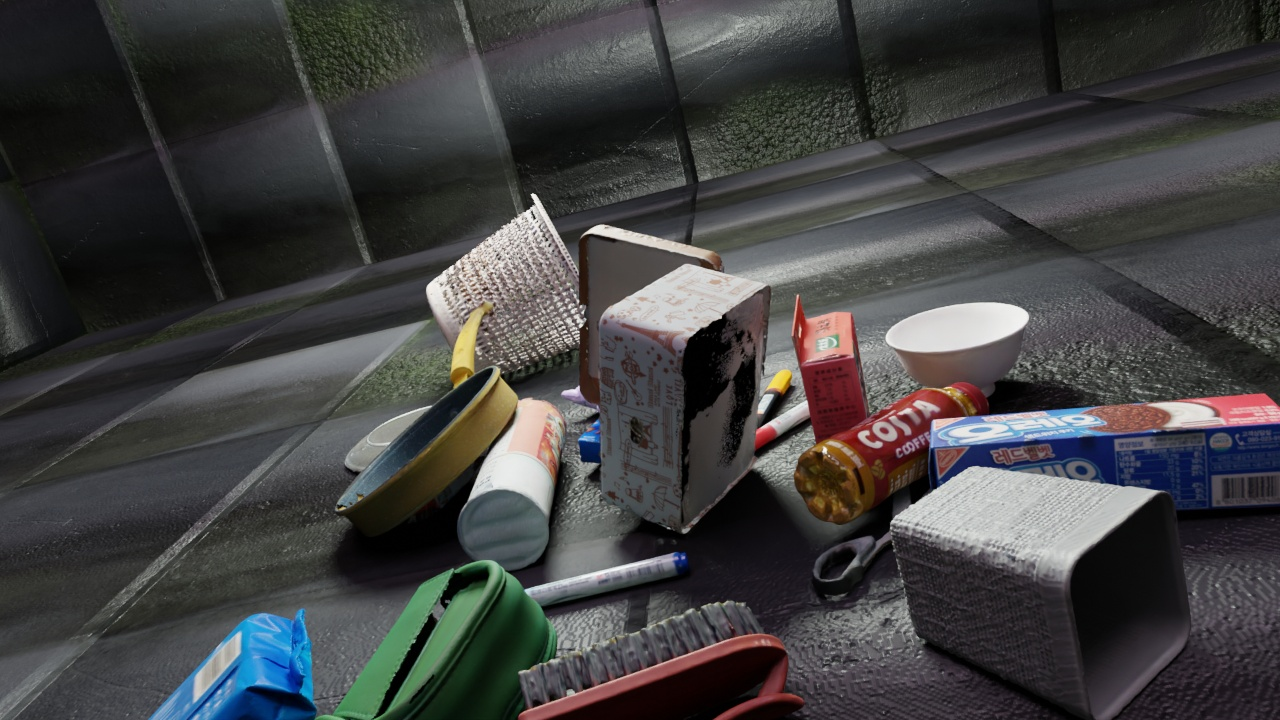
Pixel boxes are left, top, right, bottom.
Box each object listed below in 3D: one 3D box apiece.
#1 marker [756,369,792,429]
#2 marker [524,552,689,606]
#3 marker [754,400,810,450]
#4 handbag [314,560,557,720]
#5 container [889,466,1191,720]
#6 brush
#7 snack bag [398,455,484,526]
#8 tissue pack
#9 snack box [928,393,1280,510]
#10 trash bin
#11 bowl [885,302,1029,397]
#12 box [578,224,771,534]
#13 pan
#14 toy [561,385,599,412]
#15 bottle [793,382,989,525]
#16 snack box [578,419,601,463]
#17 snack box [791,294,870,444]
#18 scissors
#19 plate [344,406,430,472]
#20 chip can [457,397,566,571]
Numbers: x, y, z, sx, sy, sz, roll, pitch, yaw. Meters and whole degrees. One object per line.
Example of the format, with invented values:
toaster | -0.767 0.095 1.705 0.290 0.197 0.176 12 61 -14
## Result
marker | 0.125 0.041 0.893 0.018 0.015 0.123 -7 21 29
marker | -0.037 0.159 0.652 0.146 0.017 0.017 -14 17 4
marker | 0.145 0.050 0.843 0.145 0.017 0.017 -26 20 -32
handbag | -0.120 0.185 0.539 0.120 0.068 0.131 -20 25 39
container | 0.202 0.112 0.479 0.090 0.090 0.114 -24 17 -28
brush | 0.011 0.181 0.484 0.145 0.063 0.069 -17 48 -11
snack bag | -0.190 0.122 0.880 0.048 0.026 0.104 -20 13 25
tissue pack | -0.246 0.220 0.525 0.157 0.052 0.095 -47 25 -5
snack box | 0.293 0.064 0.589 0.208 0.057 0.058 -7 15 20
trash bin | -0.169 -0.079 1.230 0.192 0.227 0.227 -28 18 -1
bowl | 0.281 -0.001 0.805 0.118 0.065 0.118 -14 16 4
box | -0.005 0.004 0.755 0.193 0.183 0.156 18 32 29
pan | -0.195 0.036 0.928 0.198 0.078 0.356 -34 15 24
toy | -0.020 0.030 1.010 0.107 0.039 0.084 -24 36 -37
bottle | 0.191 0.061 0.675 0.174 0.057 0.058 -22 18 -34
snack box | 0.011 0.057 0.902 0.085 0.026 0.156 2 23 24
snack box | 0.159 0.016 0.748 0.044 0.127 0.113 -10 18 15
scissors | 0.178 0.116 0.620 0.159 0.014 0.170 -17 15 -14
plate | -0.261 0.082 1.075 0.179 0.024 0.179 -14 18 4
chip can | -0.107 0.100 0.807 0.071 0.071 0.214 -14 17 4
